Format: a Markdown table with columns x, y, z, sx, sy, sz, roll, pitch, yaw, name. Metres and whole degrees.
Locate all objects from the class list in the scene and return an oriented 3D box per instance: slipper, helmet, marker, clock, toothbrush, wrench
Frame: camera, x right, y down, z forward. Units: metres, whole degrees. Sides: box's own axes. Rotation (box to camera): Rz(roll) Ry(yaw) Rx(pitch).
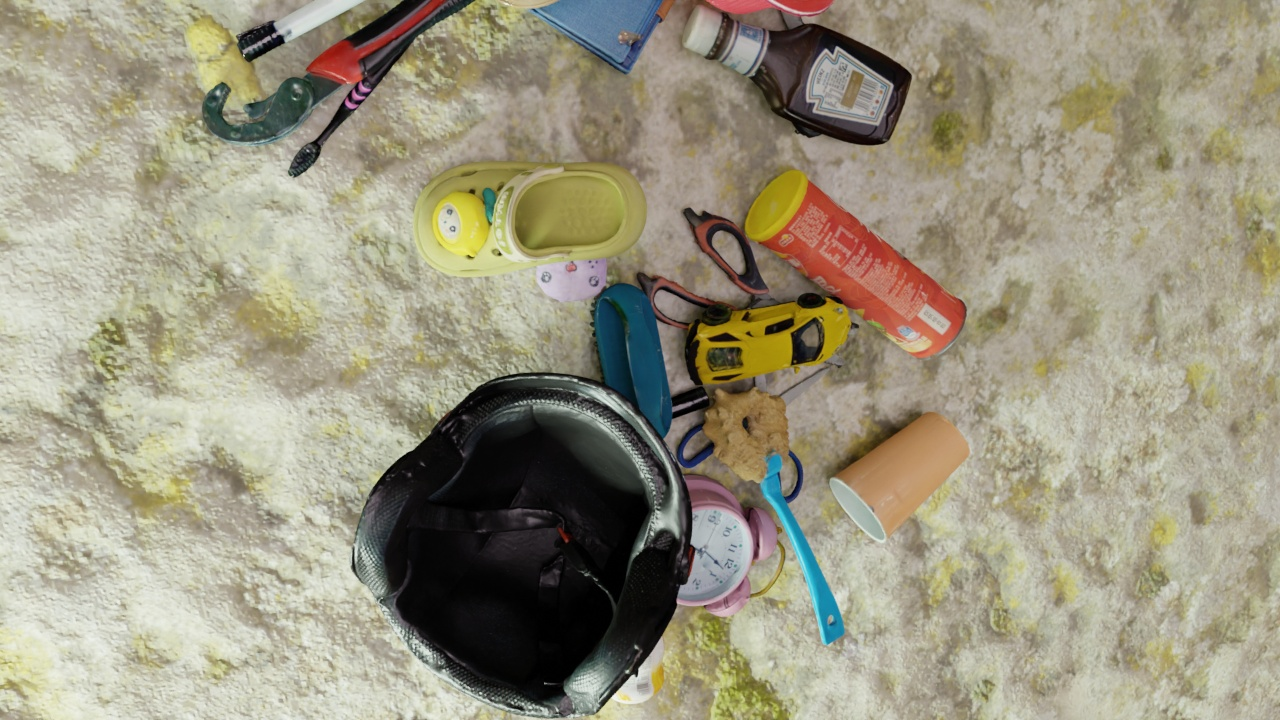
| x | y | z | sx | sy | sz | roll | pitch | yaw | name |
| --- | --- | --- | --- | --- | --- | --- | --- | --- | --- |
| -0.091 | -0.115 | 0.712 | 0.190 | 0.081 | 0.091 | -4 | 93 | 7 | slipper |
| -0.076 | 0.135 | 0.723 | 0.233 | 0.230 | 0.275 | 29 | 98 | 5 | helmet |
| -0.242 | -0.263 | 0.688 | 0.130 | 0.018 | 0.022 | -32 | 101 | -6 | marker |
| 0.066 | 0.178 | 0.864 | 0.158 | 0.060 | 0.117 | 24 | 96 | -22 | clock |
| -0.211 | -0.215 | 0.710 | 0.014 | 0.018 | 0.189 | 40 | 89 | -15 | toothbrush |
| -0.206 | -0.243 | 0.697 | 0.273 | 0.016 | 0.056 | -33 | 95 | -5 | wrench |
| 0.000 | 0.053 | 0.835 | 0.132 | 0.020 | 0.022 | -19 | 143 | -10 | marker |

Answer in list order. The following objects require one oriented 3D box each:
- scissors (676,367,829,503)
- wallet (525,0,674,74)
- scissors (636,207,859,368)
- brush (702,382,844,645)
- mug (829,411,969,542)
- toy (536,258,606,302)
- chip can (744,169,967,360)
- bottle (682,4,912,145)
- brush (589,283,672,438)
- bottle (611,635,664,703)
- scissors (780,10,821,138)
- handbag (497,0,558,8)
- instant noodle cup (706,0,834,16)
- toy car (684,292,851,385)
| x | y | z | sx | sy | sz | roll | pitch | yaw | name |
| --- | --- | --- | --- | --- | --- | --- | --- | --- | --- |
| 0.116 | 0.064 | 0.874 | 0.172 | 0.012 | 0.162 | -34 | 106 | -7 | scissors |
| -0.019 | -0.311 | 0.727 | 0.106 | 0.040 | 0.133 | 29 | 91 | -15 | wallet |
| 0.103 | -0.058 | 0.837 | 0.195 | 0.015 | 0.216 | -23 | 108 | -9 | scissors |
| 0.131 | 0.137 | 0.835 | 0.083 | 0.046 | 0.254 | -23 | 90 | -28 | brush |
| 0.256 | 0.109 | 0.896 | 0.122 | 0.078 | 0.078 | -37 | 110 | -10 | mug |
| -0.052 | -0.101 | 0.769 | 0.084 | 0.039 | 0.108 | 10 | 101 | -3 | toy |
| 0.197 | -0.083 | 0.828 | 0.216 | 0.073 | 0.073 | 32 | 93 | -20 | chip can |
| 0.130 | -0.244 | 0.770 | 0.194 | 0.044 | 0.080 | 17 | 96 | -16 | bottle |
| -0.005 | 0.005 | 0.784 | 0.055 | 0.073 | 0.144 | -12 | 95 | -15 | brush |
| -0.009 | 0.264 | 0.863 | 0.063 | 0.063 | 0.108 | -4 | 105 | -15 | bottle |
| 0.145 | -0.285 | 0.796 | 0.136 | 0.014 | 0.174 | 6 | 99 | -16 | scissors |
| -0.078 | -0.363 | 0.658 | 0.147 | 0.100 | 0.204 | -16 | 89 | -6 | handbag |
| 0.074 | -0.341 | 0.699 | 0.193 | 0.066 | 0.193 | 14 | 69 | -39 | instant noodle cup |
| 0.114 | -0.019 | 0.815 | 0.156 | 0.041 | 0.071 | -10 | 129 | -5 | toy car |
